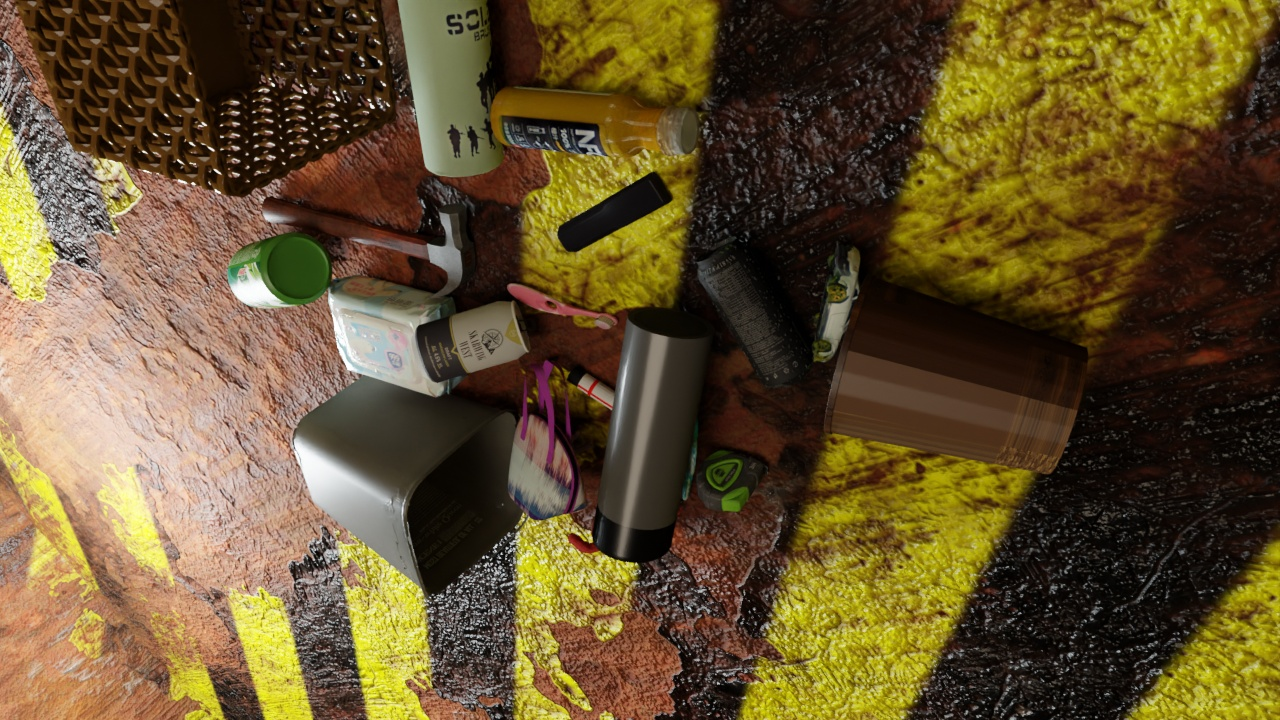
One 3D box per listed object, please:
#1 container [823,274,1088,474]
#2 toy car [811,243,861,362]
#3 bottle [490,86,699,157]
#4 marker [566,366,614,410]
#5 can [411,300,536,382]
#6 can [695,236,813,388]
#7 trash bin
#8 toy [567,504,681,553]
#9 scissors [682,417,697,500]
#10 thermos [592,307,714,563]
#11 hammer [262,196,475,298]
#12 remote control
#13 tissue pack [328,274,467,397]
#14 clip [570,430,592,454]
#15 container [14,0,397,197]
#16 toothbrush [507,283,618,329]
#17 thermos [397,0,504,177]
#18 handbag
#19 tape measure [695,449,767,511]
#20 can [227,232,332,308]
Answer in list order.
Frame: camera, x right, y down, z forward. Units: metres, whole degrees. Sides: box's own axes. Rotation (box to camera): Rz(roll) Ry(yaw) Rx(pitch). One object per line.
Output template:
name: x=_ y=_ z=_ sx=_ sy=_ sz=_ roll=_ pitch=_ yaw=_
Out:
container: x=0.244 y=0.017 z=0.716 sx=0.167 sy=0.131 sz=0.132 roll=16 pitch=129 yaw=17
toy car: x=0.166 y=-0.046 z=0.772 sx=0.033 sy=0.047 sz=0.106 roll=10 pitch=129 yaw=4
bottle: x=-0.040 y=-0.204 z=0.790 sx=0.186 sy=0.053 sz=0.053 roll=12 pitch=128 yaw=27
marker: x=-0.014 y=0.053 z=0.984 sx=0.145 sy=0.019 sz=0.019 roll=32 pitch=134 yaw=10
can: x=-0.174 y=-0.022 z=0.977 sx=0.127 sy=0.064 sz=0.064 roll=-17 pitch=117 yaw=1
can: x=0.102 y=-0.040 z=0.813 sx=0.054 sy=0.053 sz=0.138 roll=-20 pitch=108 yaw=42
trash bin: x=-0.280 y=0.135 z=1.115 sx=0.220 sy=0.196 sz=0.198 roll=21 pitch=133 yaw=28
toy: x=-0.030 y=0.183 z=1.021 sx=0.094 sy=0.132 sz=0.088 roll=-17 pitch=101 yaw=51
scissors: x=0.052 y=0.113 z=0.969 sx=0.015 sy=0.066 sz=0.135 roll=1 pitch=142 yaw=2
thermos: x=0.009 y=0.075 z=0.894 sx=0.082 sy=0.082 sz=0.241 roll=19 pitch=114 yaw=22
hammer: x=-0.314 y=-0.145 z=1.037 sx=0.301 sy=0.028 sz=0.111 roll=16 pitch=128 yaw=25
remote control: x=-0.029 y=-0.135 z=0.859 sx=0.137 sy=0.015 sz=0.032 roll=-21 pitch=108 yaw=42
tissue pack: x=-0.290 y=-0.031 z=1.075 sx=0.182 sy=0.069 sz=0.112 roll=13 pitch=126 yaw=27
clip: x=-0.080 y=0.095 z=1.066 sx=0.052 sy=0.014 sz=0.041 roll=-8 pitch=117 yaw=35
container: x=-0.392 y=-0.320 z=0.826 sx=0.214 sy=0.218 sz=0.252 roll=18 pitch=130 yaw=23
toothbrush: x=-0.085 y=-0.057 z=0.954 sx=0.135 sy=0.016 sz=0.022 roll=19 pitch=130 yaw=22
thermos: x=-0.170 y=-0.285 z=0.807 sx=0.082 sy=0.082 sz=0.232 roll=17 pitch=130 yaw=24
handbag: x=-0.105 y=0.082 z=1.021 sx=0.145 sy=0.068 sz=0.170 roll=31 pitch=126 yaw=52
tape measure: x=0.088 y=0.125 z=0.938 sx=0.059 sy=0.065 sz=0.036 roll=26 pitch=148 yaw=29
can: x=-0.431 y=-0.104 z=1.090 sx=0.144 sy=0.082 sz=0.083 roll=1 pitch=123 yaw=50
